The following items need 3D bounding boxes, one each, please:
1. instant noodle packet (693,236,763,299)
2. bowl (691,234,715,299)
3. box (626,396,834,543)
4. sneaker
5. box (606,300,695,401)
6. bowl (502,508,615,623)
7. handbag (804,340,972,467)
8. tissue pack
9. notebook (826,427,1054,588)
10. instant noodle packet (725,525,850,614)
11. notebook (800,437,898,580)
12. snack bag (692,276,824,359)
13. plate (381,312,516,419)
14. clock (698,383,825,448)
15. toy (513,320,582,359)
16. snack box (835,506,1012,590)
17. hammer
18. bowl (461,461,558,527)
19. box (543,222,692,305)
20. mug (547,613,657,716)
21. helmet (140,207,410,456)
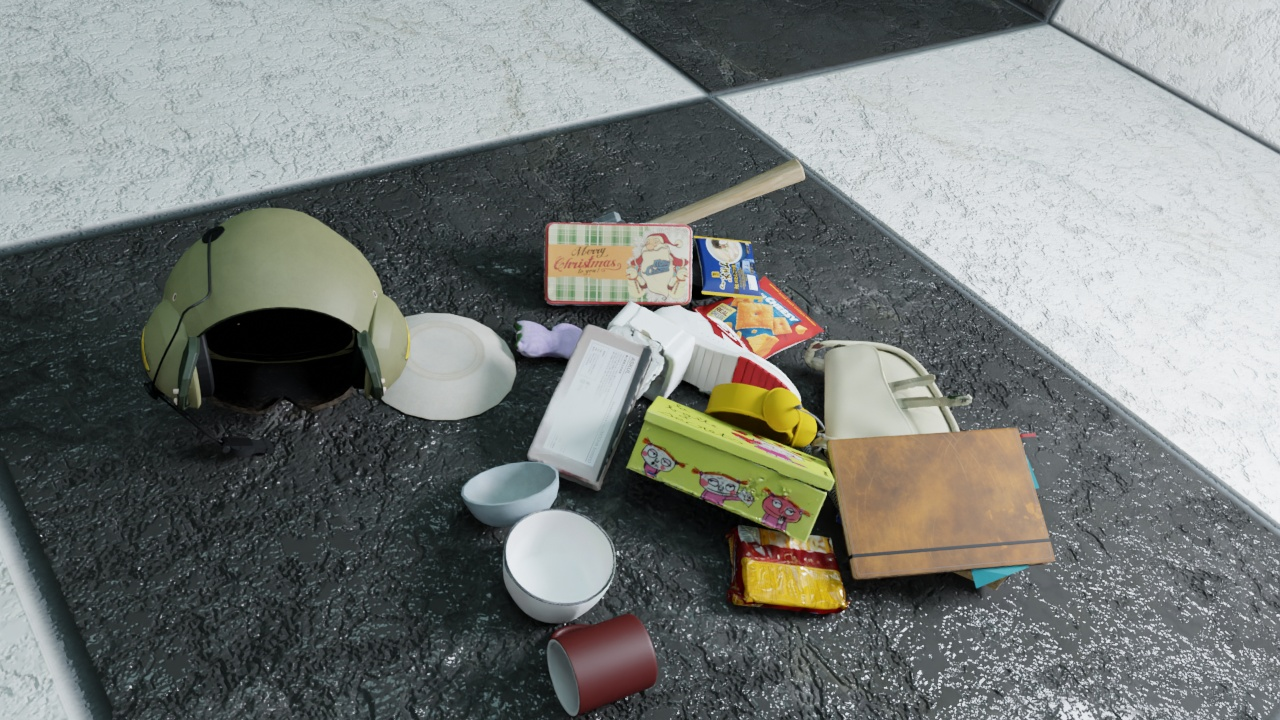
[{"bbox_3d":[0.125,-0.135,1.323,0.087,0.026,0.134,5,44,-8],"label":"instant noodle packet"},{"bbox_3d":[0.090,-0.128,1.365,0.124,0.053,0.123,9,43,-9],"label":"bowl"},{"bbox_3d":[0.101,0.119,1.056,0.221,0.082,0.124,24,7,7],"label":"box"},{"bbox_3d":[0.115,-0.006,1.230,0.237,0.090,0.104,25,39,16],"label":"sneaker"},{"bbox_3d":[-0.011,0.009,1.157,0.110,0.103,0.129,29,47,11],"label":"box"},{"bbox_3d":[-0.087,0.217,0.943,0.116,0.066,0.116,9,43,-8],"label":"bowl"},{"bbox_3d":[0.310,0.054,1.177,0.184,0.132,0.228,10,40,-1],"label":"handbag"},{"bbox_3d":[-0.062,0.054,1.089,0.104,0.071,0.181,19,75,7],"label":"tissue pack"},{"bbox_3d":[0.350,0.168,1.048,0.249,0.014,0.178,-3,66,-7],"label":"notebook"},{"bbox_3d":[0.160,0.234,1.022,0.135,0.040,0.098,8,42,-12],"label":"instant noodle packet"},{"bbox_3d":[0.309,0.173,1.150,0.148,0.016,0.206,-5,47,-23],"label":"notebook"},{"bbox_3d":[0.169,-0.057,1.325,0.143,0.039,0.131,-24,56,-29],"label":"snack bag"},{"bbox_3d":[-0.249,-0.004,1.150,0.188,0.027,0.188,9,43,-9],"label":"plate"},{"bbox_3d":[0.149,0.068,1.122,0.152,0.113,0.052,5,67,33],"label":"clock"},{"bbox_3d":[-0.120,-0.028,1.211,0.099,0.037,0.080,8,33,-16],"label":"toy"},{"bbox_3d":[0.338,0.195,1.081,0.207,0.057,0.056,23,42,4],"label":"snack box"},{"bbox_3d":[0.084,-0.220,1.349,0.323,0.051,0.117,-22,37,3],"label":"hammer"},{"bbox_3d":[-0.138,0.150,0.997,0.106,0.039,0.106,-7,17,2],"label":"bowl"},{"bbox_3d":[-0.031,-0.132,1.272,0.205,0.050,0.117,2,89,-4],"label":"box"},{"bbox_3d":[-0.045,0.285,0.891,0.082,0.073,0.106,-11,20,-27],"label":"mug"},{"bbox_3d":[-0.373,-0.028,0.952,0.250,0.256,0.232,-3,49,-22],"label":"helmet"}]
